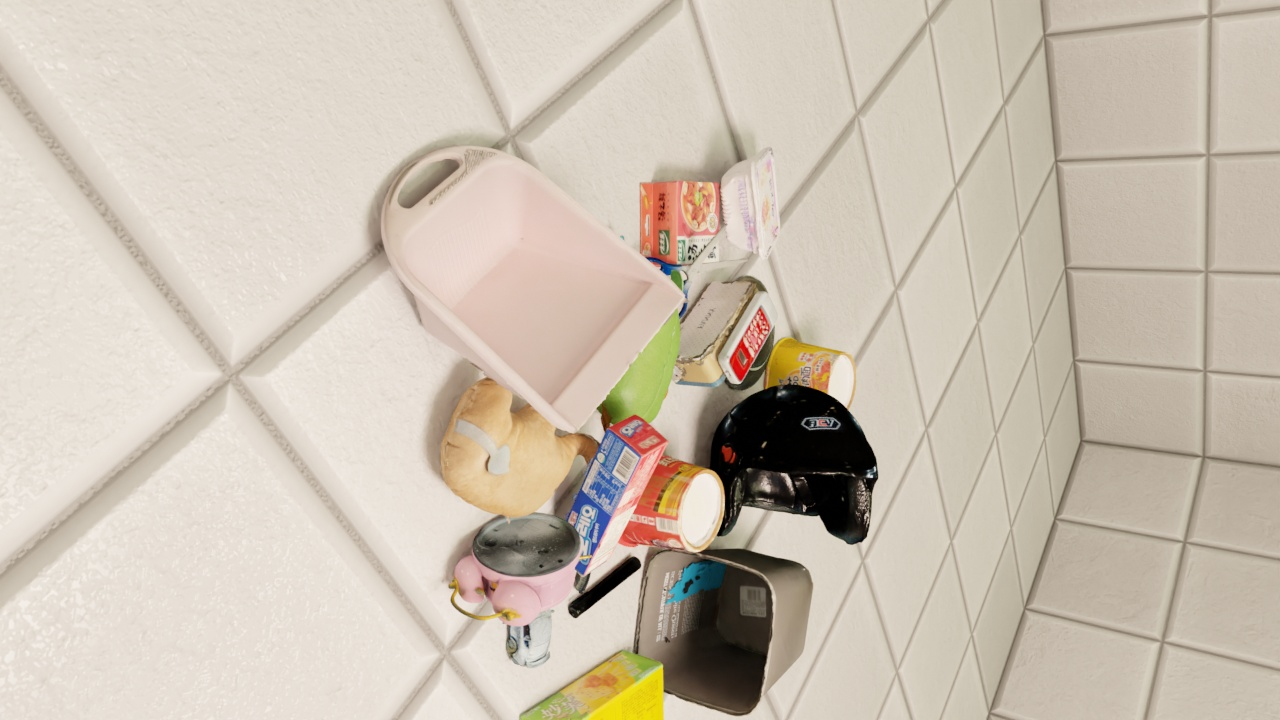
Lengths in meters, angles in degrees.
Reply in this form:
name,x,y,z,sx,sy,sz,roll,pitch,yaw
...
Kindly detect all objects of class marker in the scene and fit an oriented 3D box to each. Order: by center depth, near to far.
name,x,y,z,sx,sy,sz,roll,pitch,yaw
marker,-0.045,0.293,1.194,0.131,0.020,0.022,-28,116,-47

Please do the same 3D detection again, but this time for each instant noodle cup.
name,x,y,z,sx,sy,sz,roll,pitch,yaw
instant noodle cup,0.038,0.191,1.214,0.137,0.109,0.138,-12,105,-51
instant noodle cup,0.157,-0.226,1.313,0.173,0.060,0.138,-57,141,-65
instant noodle cup,0.285,0.035,1.516,0.137,0.110,0.138,-13,107,-51

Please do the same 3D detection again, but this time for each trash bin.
name,x,y,z,sx,sy,sz,roll,pitch,yaw
trash bin,0.132,0.365,1.311,0.219,0.199,0.199,6,92,-60

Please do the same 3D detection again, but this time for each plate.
name,x,y,z,sx,sy,sz,roll,pitch,yaw
plate,0.171,-0.042,1.424,0.179,0.024,0.179,-12,105,-52

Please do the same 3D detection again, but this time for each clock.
name,x,y,z,sx,sy,sz,roll,pitch,yaw
clock,-0.135,0.228,0.990,0.158,0.117,0.060,-29,129,-49

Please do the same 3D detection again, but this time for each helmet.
name,x,y,z,sx,sy,sz,roll,pitch,yaw
helmet,0.217,0.144,1.326,0.233,0.275,0.229,4,67,-15

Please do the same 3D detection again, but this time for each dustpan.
name,x,y,z,sx,sy,sz,roll,pitch,yaw
dustpan,-0.113,-0.091,0.896,0.221,0.273,0.139,-55,159,-37

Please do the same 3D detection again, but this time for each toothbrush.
name,x,y,z,sx,sy,sz,roll,pitch,yaw
toothbrush,-0.056,0.203,1.172,0.016,0.014,0.189,22,77,-39

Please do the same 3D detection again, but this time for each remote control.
name,x,y,z,sx,sy,sz,roll,pitch,yaw
remote control,0.149,-0.032,1.251,0.135,0.020,0.056,-56,132,-29

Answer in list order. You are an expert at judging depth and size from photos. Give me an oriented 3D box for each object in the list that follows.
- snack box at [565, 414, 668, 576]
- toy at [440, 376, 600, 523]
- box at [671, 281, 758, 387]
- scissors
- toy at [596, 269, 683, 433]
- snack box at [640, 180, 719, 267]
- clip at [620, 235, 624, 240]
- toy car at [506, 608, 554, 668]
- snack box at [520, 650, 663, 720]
name,x,y,z,sx,sy,sz,roll,pitch,yaw
snack box,-0.038,0.161,1.075,0.058,0.057,0.208,-25,146,-50
toy,-0.128,0.106,1.006,0.226,0.083,0.143,31,80,-53
box,0.107,-0.044,1.285,0.183,0.090,0.059,-51,128,-31
scissors,0.057,-0.111,1.202,0.175,0.012,0.163,-1,128,-21
toy,-0.007,0.007,1.141,0.227,0.090,0.246,54,50,-59
snack box,0.055,-0.182,1.231,0.126,0.044,0.113,-13,105,-51
clip,-0.029,-0.135,1.149,0.013,0.038,0.056,-50,142,-35
toy car,-0.127,0.298,1.075,0.054,0.037,0.120,-6,97,-52
snack box,-0.055,0.487,1.168,0.209,0.070,0.158,-14,106,-51
